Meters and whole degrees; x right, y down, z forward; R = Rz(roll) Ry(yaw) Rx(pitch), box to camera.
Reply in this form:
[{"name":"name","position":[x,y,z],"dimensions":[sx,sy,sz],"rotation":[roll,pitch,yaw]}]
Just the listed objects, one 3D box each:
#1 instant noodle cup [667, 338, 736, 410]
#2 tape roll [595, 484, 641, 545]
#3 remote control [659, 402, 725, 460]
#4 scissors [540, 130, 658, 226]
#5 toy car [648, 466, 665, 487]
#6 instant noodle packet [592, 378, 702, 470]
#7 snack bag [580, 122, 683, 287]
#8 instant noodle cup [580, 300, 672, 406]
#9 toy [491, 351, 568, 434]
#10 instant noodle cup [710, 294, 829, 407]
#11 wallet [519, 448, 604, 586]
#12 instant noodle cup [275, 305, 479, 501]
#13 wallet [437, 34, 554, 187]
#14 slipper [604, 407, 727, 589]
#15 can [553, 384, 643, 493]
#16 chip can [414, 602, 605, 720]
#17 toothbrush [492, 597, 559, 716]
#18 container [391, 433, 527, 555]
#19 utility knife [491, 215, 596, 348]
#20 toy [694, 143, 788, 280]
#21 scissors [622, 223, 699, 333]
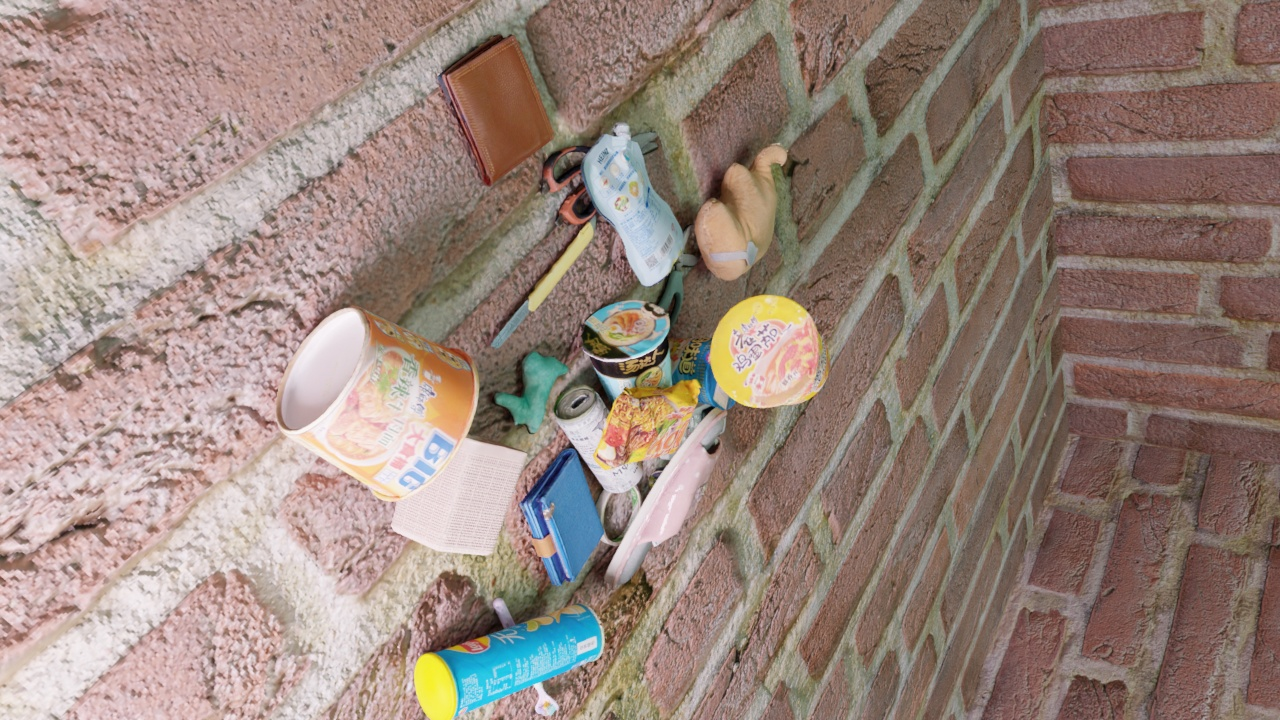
[{"name":"instant noodle cup","position":[0.067,0.010,1.202],"dimensions":[0.099,0.110,0.099],"rotation":[-14,107,-52]},{"name":"tape roll","position":[-0.029,0.197,1.192],"dimensions":[0.085,0.014,0.086],"rotation":[-14,108,-52]},{"name":"remote control","position":[0.076,0.094,1.305],"dimensions":[0.149,0.021,0.058],"rotation":[-20,113,-49]},{"name":"scissors","position":[-0.040,-0.222,1.096],"dimensions":[0.206,0.015,0.192],"rotation":[19,80,-53]},{"name":"toy car","position":[0.041,0.178,1.259],"dimensions":[0.035,0.042,0.090],"rotation":[-76,155,-46]},{"name":"instant noodle packet","position":[0.011,0.075,1.074],"dimensions":[0.128,0.044,0.111],"rotation":[-7,128,-48]},{"name":"snack bag","position":[-0.008,-0.187,1.100],"dimensions":[0.110,0.039,0.191],"rotation":[-55,133,-25]},{"name":"instant noodle cup","position":[-0.007,0.007,1.115],"dimensions":[0.111,0.111,0.120],"rotation":[-51,141,-35]},{"name":"toy","position":[-0.123,0.035,1.023],"dimensions":[0.096,0.030,0.092],"rotation":[22,77,-47]},{"name":"instant noodle cup","position":[0.169,-0.003,1.143],"dimensions":[0.109,0.138,0.138],"rotation":[21,80,-62]},{"name":"wallet","position":[-0.090,0.188,1.089],"dimensions":[0.106,0.040,0.133],"rotation":[-52,135,-46]},{"name":"instant noodle cup","position":[-0.230,0.031,0.789],"dimensions":[0.111,0.152,0.151],"rotation":[37,67,-41]},{"name":"wallet","position":[-0.146,-0.255,0.935],"dimensions":[0.101,0.032,0.125],"rotation":[-47,131,-33]},{"name":"slipper","position":[0.041,0.182,1.159],"dimensions":[0.275,0.054,0.114],"rotation":[-59,167,11]},{"name":"can","position":[-0.049,0.097,1.108],"dimensions":[0.058,0.058,0.147],"rotation":[-57,137,-29]},{"name":"chip can","position":[-0.138,0.325,1.003],"dimensions":[0.209,0.071,0.071],"rotation":[-6,101,-46]},{"name":"toothbrush","position":[-0.137,0.348,1.074],"dimensions":[0.021,0.029,0.189],"rotation":[-100,174,-61]},{"name":"container","position":[-0.183,0.129,0.914],"dimensions":[0.089,0.090,0.111],"rotation":[22,82,-53]},{"name":"utility knife","position":[-0.103,-0.087,1.030],"dimensions":[0.031,0.022,0.218],"rotation":[83,29,-50]},{"name":"toy","position":[0.150,-0.211,1.297],"dimensions":[0.225,0.083,0.143],"rotation":[-56,145,-34]},{"name":"scissors","position":[0.027,-0.108,1.204],"dimensions":[0.170,0.019,0.180],"rotation":[4,92,-54]}]
